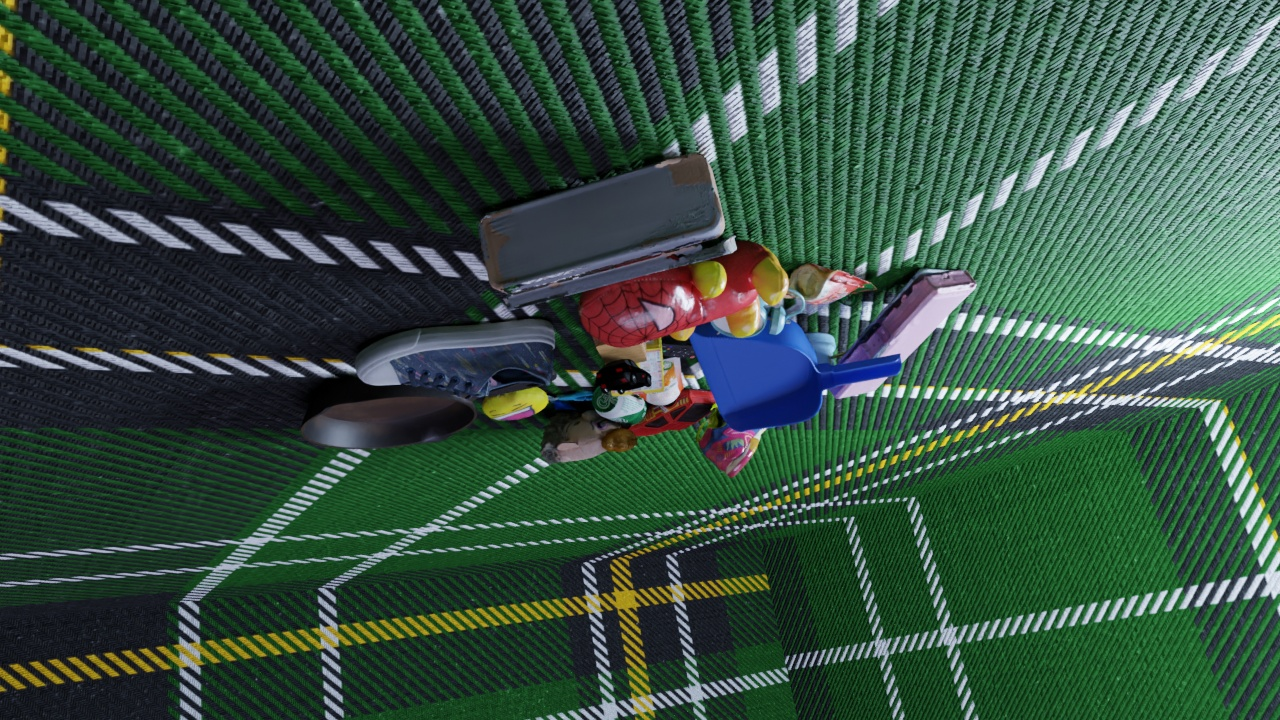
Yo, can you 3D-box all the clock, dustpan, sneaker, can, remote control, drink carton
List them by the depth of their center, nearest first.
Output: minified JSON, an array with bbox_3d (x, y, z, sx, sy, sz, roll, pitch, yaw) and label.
[{"bbox_3d":[-0.213,0.008,1.071,0.235,0.079,0.087,-9,162,-6],"label":"sneaker"},{"bbox_3d":[0.134,-0.064,1.081,0.123,0.041,0.087,-11,141,30],"label":"clock"},{"bbox_3d":[0.208,0.010,1.206,0.258,0.059,0.246,-11,143,12],"label":"dustpan"},{"bbox_3d":[0.036,-0.018,1.239,0.124,0.010,0.039,6,155,-40],"label":"remote control"},{"bbox_3d":[0.208,0.004,1.322,0.162,0.060,0.118,-9,163,3],"label":"clock"},{"bbox_3d":[0.026,0.025,1.333,0.069,0.038,0.122,-11,155,0],"label":"drink carton"},{"bbox_3d":[-0.031,0.066,1.381,0.053,0.053,0.101,-18,161,20],"label":"can"},{"bbox_3d":[0.160,0.085,1.435,0.116,0.091,0.241,-55,174,33],"label":"sneaker"}]

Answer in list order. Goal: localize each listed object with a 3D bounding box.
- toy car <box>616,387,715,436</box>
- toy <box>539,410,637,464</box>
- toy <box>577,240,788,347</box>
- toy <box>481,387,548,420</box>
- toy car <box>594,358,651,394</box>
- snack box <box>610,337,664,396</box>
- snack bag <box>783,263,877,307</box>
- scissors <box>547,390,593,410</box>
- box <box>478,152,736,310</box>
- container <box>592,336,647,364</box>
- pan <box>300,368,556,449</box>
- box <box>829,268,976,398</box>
[{"bbox_3d":[0.042,0.086,1.479,0.081,0.056,0.190,8,155,-40],"label":"toy car"},{"bbox_3d":[-0.082,0.115,1.422,0.176,0.076,0.132,0,-161,35],"label":"toy"},{"bbox_3d":[0.037,-0.070,0.951,0.216,0.098,0.148,-5,150,-20],"label":"toy"},{"bbox_3d":[-0.178,0.060,1.300,0.096,0.041,0.094,-17,159,20],"label":"toy"},{"bbox_3d":[-0.019,0.018,1.078,0.042,0.036,0.091,-16,171,22],"label":"toy car"},{"bbox_3d":[-0.007,0.007,1.222,0.075,0.025,0.152,-5,156,1],"label":"snack box"},{"bbox_3d":[0.233,-0.083,1.120,0.087,0.044,0.155,-16,166,31],"label":"snack bag"},{"bbox_3d":[-0.135,0.063,1.378,0.133,0.015,0.104,0,160,-24],"label":"scissors"},{"bbox_3d":[-0.031,-0.113,0.821,0.216,0.108,0.094,-14,-162,12],"label":"box"},{"bbox_3d":[-0.026,-0.036,1.072,0.063,0.061,0.114,-12,161,4],"label":"container"},{"bbox_3d":[-0.277,0.050,1.215,0.357,0.043,0.248,-16,161,16],"label":"pan"},{"bbox_3d":[0.340,-0.036,1.223,0.097,0.046,0.234,-11,148,-35],"label":"box"}]
